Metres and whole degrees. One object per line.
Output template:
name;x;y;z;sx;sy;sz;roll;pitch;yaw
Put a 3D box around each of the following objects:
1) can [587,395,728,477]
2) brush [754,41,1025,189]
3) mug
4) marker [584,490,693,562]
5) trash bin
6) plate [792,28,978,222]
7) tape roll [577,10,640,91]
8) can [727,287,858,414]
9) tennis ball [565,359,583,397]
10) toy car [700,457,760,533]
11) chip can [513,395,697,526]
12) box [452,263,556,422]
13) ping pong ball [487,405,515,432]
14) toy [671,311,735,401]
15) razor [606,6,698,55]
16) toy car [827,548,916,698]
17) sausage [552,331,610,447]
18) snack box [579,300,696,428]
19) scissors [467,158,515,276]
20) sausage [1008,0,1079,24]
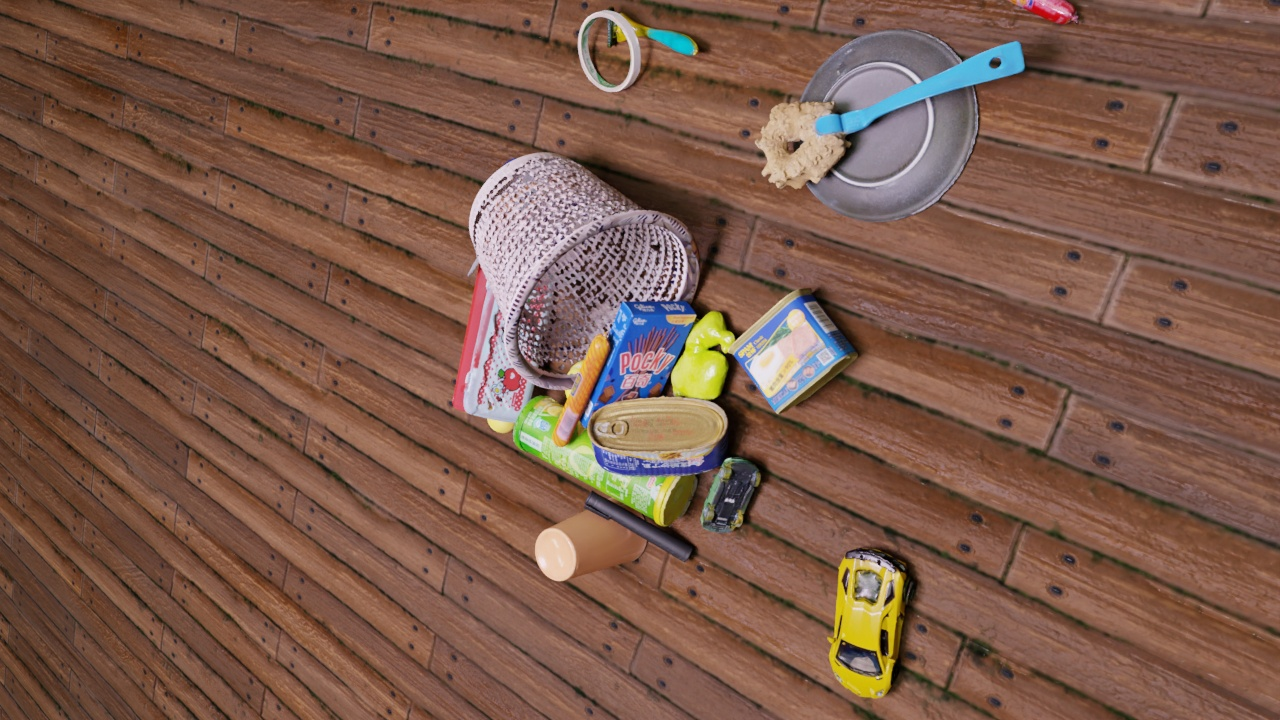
can;0.020;0.082;0.975;0.148;0.074;0.049;-3;137;7
brush;0.211;-0.222;0.818;0.255;0.045;0.083;-14;82;40
mug;-0.059;0.205;1.040;0.078;0.122;0.078;4;97;36
marker;-0.002;0.186;1.025;0.132;0.022;0.020;29;141;1
trash bin;-0.080;-0.113;0.985;0.192;0.227;0.228;52;121;35
plate;0.221;-0.219;0.859;0.180;0.024;0.179;4;97;36
tape roll;-0.035;-0.342;1.017;0.086;0.013;0.086;27;133;34
can;0.151;-0.008;0.911;0.102;0.057;0.083;-44;72;31
tennis ball;-0.054;0.030;1.055;0.066;0.065;0.065;4;97;35
toy car;0.093;0.141;0.973;0.036;0.043;0.091;-104;31;-59
chip can;-0.046;0.110;1.044;0.221;0.072;0.073;24;108;27
box;-0.159;-0.028;1.111;0.099;0.095;0.201;11;88;5
ping pong ball;-0.173;0.072;1.159;0.040;0.040;0.040;4;97;35
toy;0.067;0.001;0.985;0.097;0.031;0.100;-16;80;45
razor;0.015;-0.349;0.990;0.133;0.028;0.043;29;130;35
toy car;0.223;0.258;0.895;0.071;0.041;0.156;12;103;34
sausage;-0.064;0.034;0.980;0.021;0.021;0.166;43;126;25
snack box;-0.006;0.006;0.990;0.026;0.084;0.157;54;133;39
scissors;-0.153;-0.175;1.092;0.141;0.012;0.170;-22;55;19
sausage;0.309;-0.326;0.788;0.156;0.020;0.020;42;117;25
